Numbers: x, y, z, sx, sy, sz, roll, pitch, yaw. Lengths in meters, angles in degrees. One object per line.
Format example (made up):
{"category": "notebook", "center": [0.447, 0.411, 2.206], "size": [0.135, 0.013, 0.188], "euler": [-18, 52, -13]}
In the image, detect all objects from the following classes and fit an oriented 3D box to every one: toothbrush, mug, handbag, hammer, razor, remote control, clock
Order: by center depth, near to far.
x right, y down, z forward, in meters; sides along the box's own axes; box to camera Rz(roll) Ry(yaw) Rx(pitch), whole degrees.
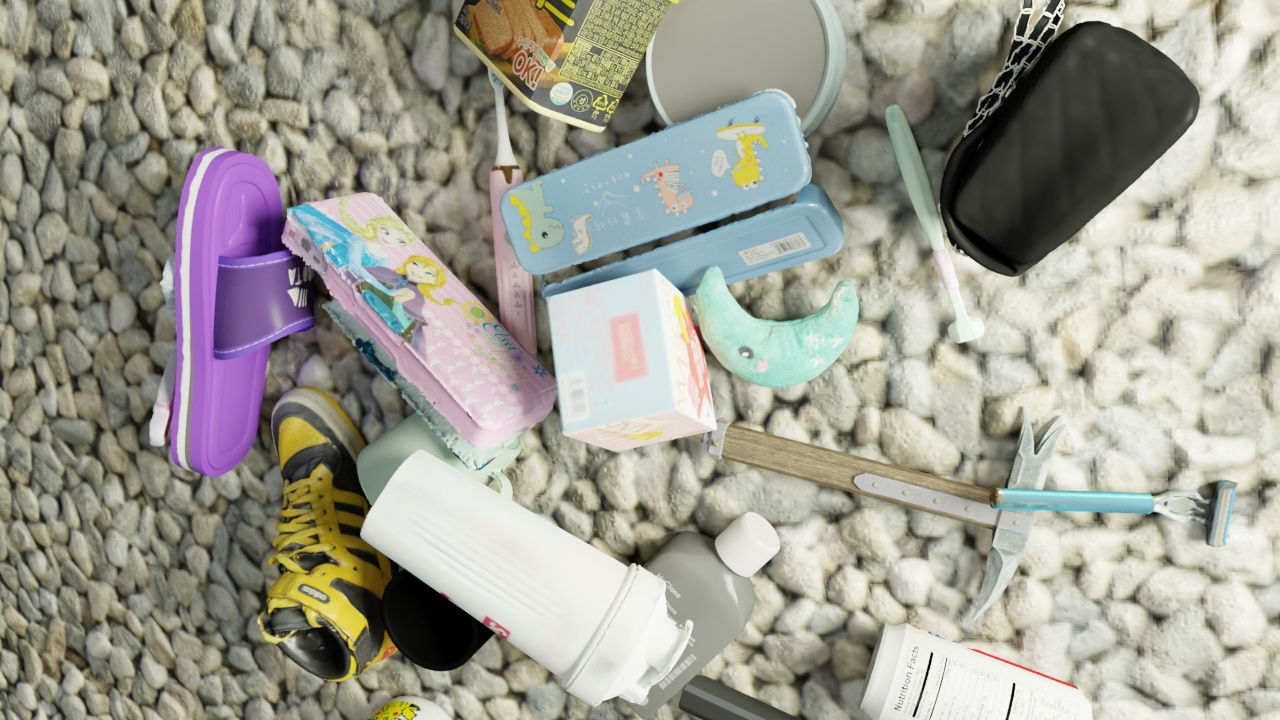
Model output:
{"category": "handbag", "center": [0.201, -0.121, 0.484], "size": [0.115, 0.153, 0.125], "euler": [38, 117, 5]}
{"category": "razor", "center": [0.286, 0.088, 0.561], "size": [0.144, 0.022, 0.042], "euler": [3, 103, 2]}
{"category": "toothbrush", "center": [0.182, -0.086, 0.573], "size": [0.022, 0.015, 0.155], "euler": [-18, 95, 22]}
{"category": "clock", "center": [0.066, -0.200, 0.573], "size": [0.123, 0.045, 0.159], "euler": [14, 109, 16]}
{"category": "hammer", "center": [0.105, 0.072, 0.633], "size": [0.317, 0.028, 0.147], "euler": [14, 107, 17]}
{"category": "toothbrush", "center": [-0.096, -0.107, 0.665], "size": [0.027, 0.026, 0.223], "euler": [-8, 104, -20]}
{"category": "remote control", "center": [0.100, 0.281, 0.692], "size": [0.147, 0.015, 0.033], "euler": [20, 109, 15]}
{"category": "mug", "center": [-0.141, 0.085, 0.693], "size": [0.104, 0.084, 0.111], "euler": [-34, 68, 14]}
{"category": "mug", "center": [-0.121, 0.177, 0.705], "size": [0.118, 0.098, 0.082], "euler": [-5, 101, 21]}
{"category": "mug", "center": [-0.216, 0.347, 0.798], "size": [0.116, 0.068, 0.094], "euler": [-6, 100, 22]}

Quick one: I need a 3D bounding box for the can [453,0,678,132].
{"category": "can", "center": [-0.050, -0.221, 0.575], "size": [0.130, 0.072, 0.101], "euler": [50, 120, 36]}

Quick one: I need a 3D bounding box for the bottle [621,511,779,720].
{"category": "bottle", "center": [0.033, 0.178, 0.676], "size": [0.084, 0.046, 0.174], "euler": [44, 113, 6]}

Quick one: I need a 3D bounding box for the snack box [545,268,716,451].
{"category": "snack box", "center": [-0.004, 0.004, 0.604], "size": [0.080, 0.094, 0.093], "euler": [-13, 74, 16]}

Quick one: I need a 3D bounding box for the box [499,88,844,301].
{"category": "box", "center": [0.016, -0.085, 0.590], "size": [0.210, 0.043, 0.125], "euler": [-15, 128, 25]}

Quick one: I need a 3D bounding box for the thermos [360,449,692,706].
{"category": "thermos", "center": [-0.076, 0.148, 0.624], "size": [0.220, 0.099, 0.099], "euler": [32, 112, 4]}

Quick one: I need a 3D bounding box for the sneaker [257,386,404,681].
{"category": "sneaker", "center": [-0.262, 0.145, 0.738], "size": [0.086, 0.121, 0.238], "euler": [-22, 95, 22]}

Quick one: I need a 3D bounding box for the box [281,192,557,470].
{"category": "box", "center": [-0.163, -0.023, 0.664], "size": [0.230, 0.084, 0.071], "euler": [44, 129, 16]}

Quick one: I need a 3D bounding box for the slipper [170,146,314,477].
{"category": "slipper", "center": [-0.297, -0.026, 0.721], "size": [0.084, 0.107, 0.267], "euler": [16, 109, 6]}

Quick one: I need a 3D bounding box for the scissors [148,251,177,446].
{"category": "scissors", "center": [-0.371, -0.021, 0.734], "size": [0.013, 0.170, 0.177], "euler": [9, 147, -17]}

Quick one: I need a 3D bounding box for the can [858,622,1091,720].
{"category": "can", "center": [0.218, 0.227, 0.605], "size": [0.132, 0.070, 0.070], "euler": [18, 108, 16]}

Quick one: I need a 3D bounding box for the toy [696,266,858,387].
{"category": "toy", "center": [0.087, -0.019, 0.605], "size": [0.105, 0.033, 0.085], "euler": [8, 124, 7]}
